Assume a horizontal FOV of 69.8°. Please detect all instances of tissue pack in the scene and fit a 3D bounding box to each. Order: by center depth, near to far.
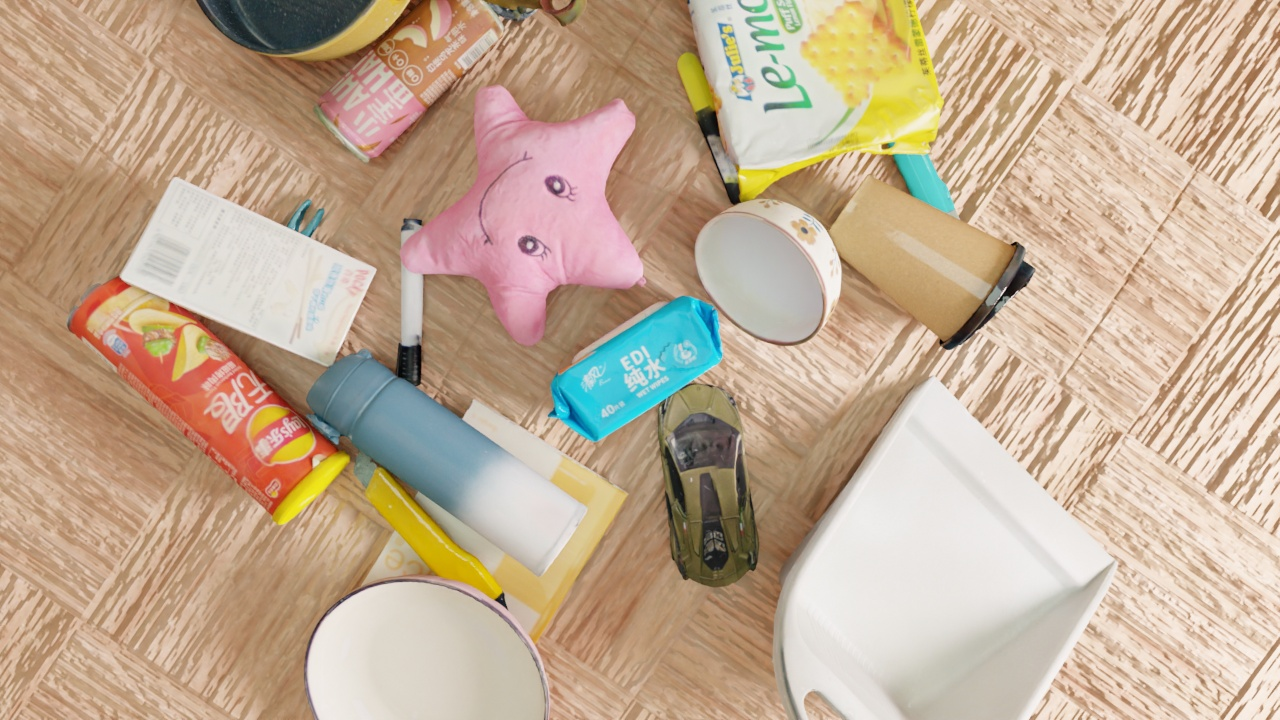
[{"bbox_3d":[-0.004,0.004,0.681,0.140,0.090,0.063,-32,91,1],"label":"tissue pack"}]

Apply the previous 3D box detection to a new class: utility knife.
[{"bbox_3d":[0.205,-0.171,0.712,0.029,0.013,0.160,-25,90,-1],"label":"utility knife"},{"bbox_3d":[-0.164,0.137,0.714,0.033,0.015,0.173,-41,92,3],"label":"utility knife"}]

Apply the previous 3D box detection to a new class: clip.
[{"bbox_3d":[-0.267,-0.099,0.714,0.046,0.014,0.057,34,90,-3],"label":"clip"}]

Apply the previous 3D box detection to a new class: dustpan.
[{"bbox_3d":[0.215,0.182,0.668,0.258,0.142,0.222,-45,92,3],"label":"dustpan"}]

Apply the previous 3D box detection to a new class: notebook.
[{"bbox_3d":[-0.124,0.155,0.729,0.146,0.010,0.206,32,93,-1],"label":"notebook"}]

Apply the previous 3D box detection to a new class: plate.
[{"bbox_3d":[-0.160,0.246,0.706,0.192,0.039,0.192,2,105,8],"label":"plate"}]

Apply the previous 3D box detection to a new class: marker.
[{"bbox_3d":[0.057,-0.178,0.711,0.018,0.015,0.124,-22,96,2],"label":"marker"},{"bbox_3d":[-0.180,-0.045,0.715,0.022,0.018,0.131,0,94,-14],"label":"marker"}]

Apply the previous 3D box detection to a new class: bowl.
[{"bbox_3d":[0.102,-0.073,0.680,0.113,0.114,0.062,48,57,-2],"label":"bowl"}]

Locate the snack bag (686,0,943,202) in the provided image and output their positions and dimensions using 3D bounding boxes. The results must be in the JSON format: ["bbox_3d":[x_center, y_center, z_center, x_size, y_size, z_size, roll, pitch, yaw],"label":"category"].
[{"bbox_3d":[0.115,-0.254,0.674,0.158,0.068,0.246,-15,89,2],"label":"snack bag"}]

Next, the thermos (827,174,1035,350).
[{"bbox_3d":[0.212,-0.075,0.684,0.143,0.093,0.093,35,92,7],"label":"thermos"}]

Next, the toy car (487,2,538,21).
[{"bbox_3d":[-0.074,-0.313,0.693,0.054,0.036,0.121,44,102,-3],"label":"toy car"}]

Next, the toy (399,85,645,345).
[{"bbox_3d":[-0.068,-0.111,0.682,0.178,0.074,0.194,30,95,2],"label":"toy"}]

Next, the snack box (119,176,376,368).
[{"bbox_3d":[-0.287,-0.063,0.682,0.156,0.027,0.084,25,78,-16],"label":"snack box"}]

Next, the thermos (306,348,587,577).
[{"bbox_3d":[-0.146,0.076,0.688,0.220,0.070,0.070,35,92,-1],"label":"thermos"}]

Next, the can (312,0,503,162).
[{"bbox_3d":[-0.172,-0.218,0.686,0.147,0.058,0.058,-43,92,2],"label":"can"}]

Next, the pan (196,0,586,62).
[{"bbox_3d":[-0.178,-0.282,0.621,0.357,0.078,0.198,25,100,16],"label":"pan"}]

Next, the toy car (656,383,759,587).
[{"bbox_3d":[0.051,0.096,0.713,0.070,0.042,0.158,-9,90,0],"label":"toy car"}]

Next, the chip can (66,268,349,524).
[{"bbox_3d":[-0.324,0.027,0.692,0.216,0.073,0.073,42,92,-2],"label":"chip can"}]
